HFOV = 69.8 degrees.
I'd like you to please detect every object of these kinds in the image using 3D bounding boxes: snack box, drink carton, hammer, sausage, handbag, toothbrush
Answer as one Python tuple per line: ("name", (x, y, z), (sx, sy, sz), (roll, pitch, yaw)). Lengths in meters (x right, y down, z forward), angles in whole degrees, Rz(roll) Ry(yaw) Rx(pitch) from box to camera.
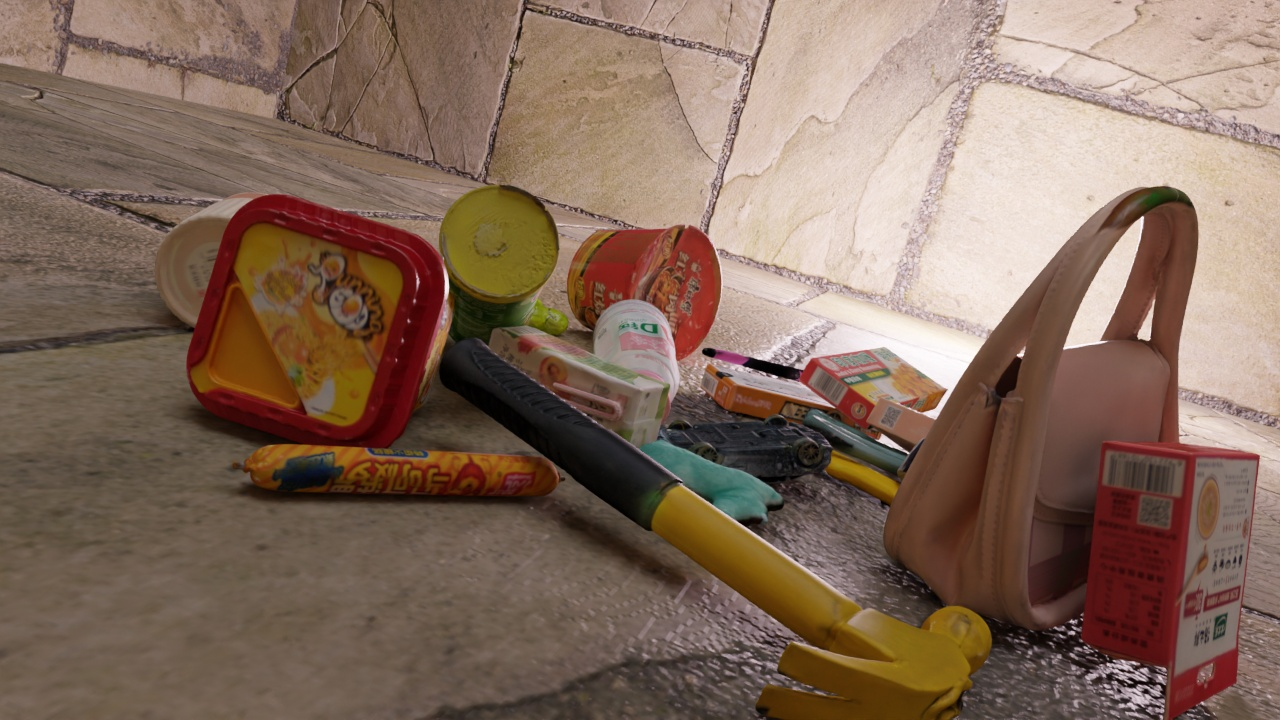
("snack box", (0.275, 0.107, 0.475), (0.113, 0.127, 0.044), (6, 0, -43))
("drink carton", (-0.046, 0.020, 0.592), (0.123, 0.053, 0.045), (22, 15, 29))
("hammer", (0.011, 0.068, 0.428), (0.301, 0.033, 0.128), (31, 18, 31))
("sausage", (-0.105, 0.053, 0.433), (0.165, 0.021, 0.021), (7, 15, -37))
("snack box", (0.216, 0.023, 0.840), (0.077, 0.027, 0.155), (39, 27, 29))
("snack box", (0.137, 0.038, 0.830), (0.153, 0.026, 0.075), (13, 11, -17))
("handbag", (0.242, 0.019, 0.506), (0.192, 0.234, 0.093), (-7, 24, -39))
("snack box", (0.251, 0.076, 0.701), (0.084, 0.026, 0.157), (33, -2, -26))
("toothbrush", (0.143, 0.014, 0.852), (0.189, 0.014, 0.017), (14, 20, -18))

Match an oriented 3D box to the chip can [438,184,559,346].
("chip can", (-0.104, -0.054, 0.641), (0.072, 0.072, 0.221), (14, -11, -10))

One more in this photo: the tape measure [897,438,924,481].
("tape measure", (0.214, 0.086, 0.639), (0.066, 0.033, 0.066), (44, -8, -37))

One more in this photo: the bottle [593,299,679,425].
("bottle", (-0.004, 0.004, 0.705), (0.068, 0.068, 0.196), (15, 15, -6))

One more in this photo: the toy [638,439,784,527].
("toy", (0.035, 0.073, 0.518), (0.092, 0.030, 0.096), (17, 17, 13))

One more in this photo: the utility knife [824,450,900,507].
("utility knife", (0.184, 0.099, 0.629), (0.033, 0.015, 0.216), (1, 19, -43))

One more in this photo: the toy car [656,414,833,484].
("toy car", (0.068, 0.061, 0.607), (0.120, 0.037, 0.054), (2, 16, -18))

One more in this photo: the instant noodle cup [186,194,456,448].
("instant noodle cup", (-0.158, -0.017, 0.496), (0.116, 0.116, 0.123), (17, 0, 3))

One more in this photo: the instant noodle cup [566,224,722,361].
("instant noodle cup", (0.001, -0.075, 0.934), (0.109, 0.138, 0.137), (15, 8, 41))

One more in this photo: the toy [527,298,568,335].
("toy", (-0.119, -0.050, 0.887), (0.096, 0.031, 0.100), (8, 19, -36))

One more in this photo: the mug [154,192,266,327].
("mug", (-0.261, -0.057, 0.628), (0.114, 0.082, 0.106), (44, 5, -18))

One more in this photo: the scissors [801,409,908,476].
("scissors", (0.193, 0.077, 0.711), (0.177, 0.019, 0.171), (29, 6, 31))
